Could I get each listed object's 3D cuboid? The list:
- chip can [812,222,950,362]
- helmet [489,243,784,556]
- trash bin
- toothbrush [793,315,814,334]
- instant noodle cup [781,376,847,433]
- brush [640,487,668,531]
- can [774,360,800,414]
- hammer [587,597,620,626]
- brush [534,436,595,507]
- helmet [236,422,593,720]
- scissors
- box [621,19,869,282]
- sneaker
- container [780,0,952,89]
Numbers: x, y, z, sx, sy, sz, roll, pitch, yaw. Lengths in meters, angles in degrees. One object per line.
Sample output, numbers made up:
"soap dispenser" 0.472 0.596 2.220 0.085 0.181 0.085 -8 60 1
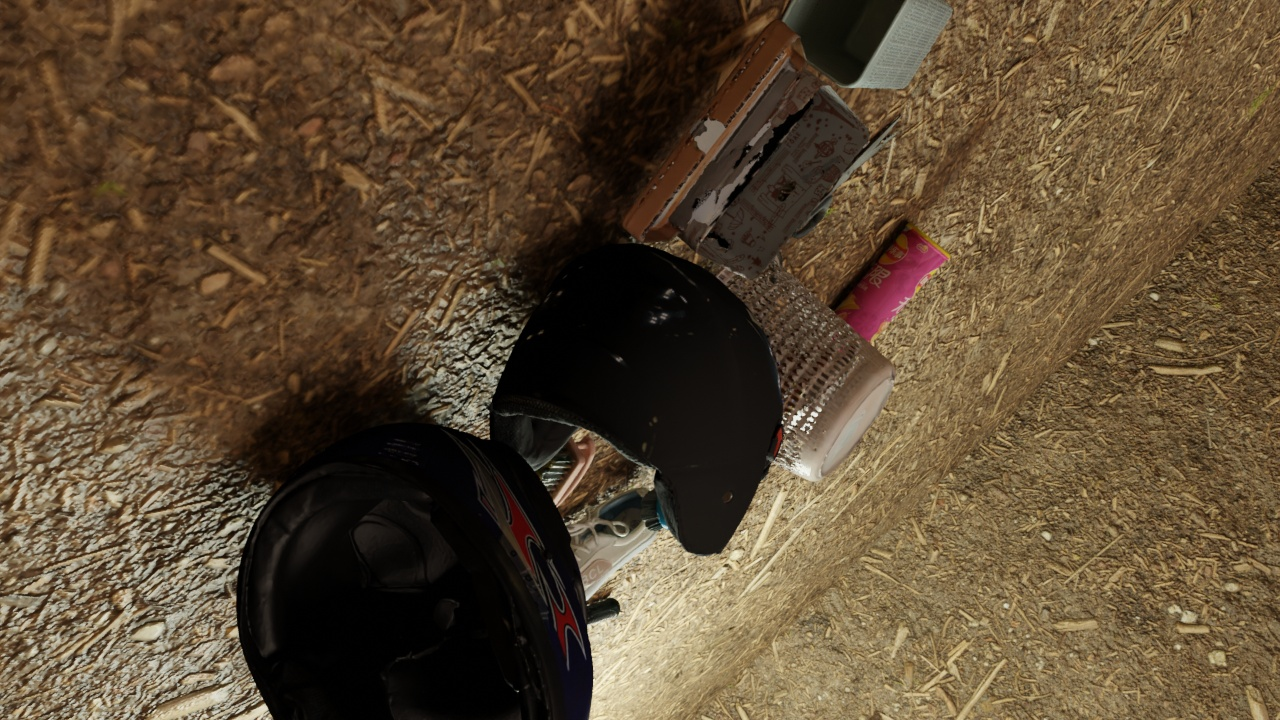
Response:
"chip can" 0.319 -0.082 1.238 0.211 0.071 0.071 -51 152 15
"helmet" 0.010 0.027 0.797 0.274 0.234 0.230 18 92 -58
"trash bin" 0.154 0.017 0.988 0.227 0.192 0.228 -41 154 -26
"toothbrush" 0.165 -0.022 1.176 0.180 0.015 0.018 -27 143 -31
"instant noodle cup" 0.238 0.058 1.268 0.138 0.060 0.173 -12 163 20
"brush" 0.056 0.180 1.155 0.074 0.055 0.143 -11 175 24
"can" 0.135 0.049 1.163 0.148 0.074 0.049 -28 149 -7
"hammer" -0.130 0.393 1.347 0.300 0.033 0.129 1 129 -54
"brush" -0.105 0.135 0.976 0.073 0.063 0.146 4 128 -43
"helmet" -0.155 0.201 0.728 0.247 0.315 0.240 -38 166 5
"scissors" 0.221 -0.199 1.006 0.168 0.014 0.157 -21 144 -42
"box" 0.080 -0.169 0.746 0.179 0.105 0.260 -52 153 16
"sneaker" -0.073 0.237 1.140 0.241 0.089 0.091 -30 148 -27
"container" 0.190 -0.281 0.761 0.111 0.090 0.090 -15 142 -50
